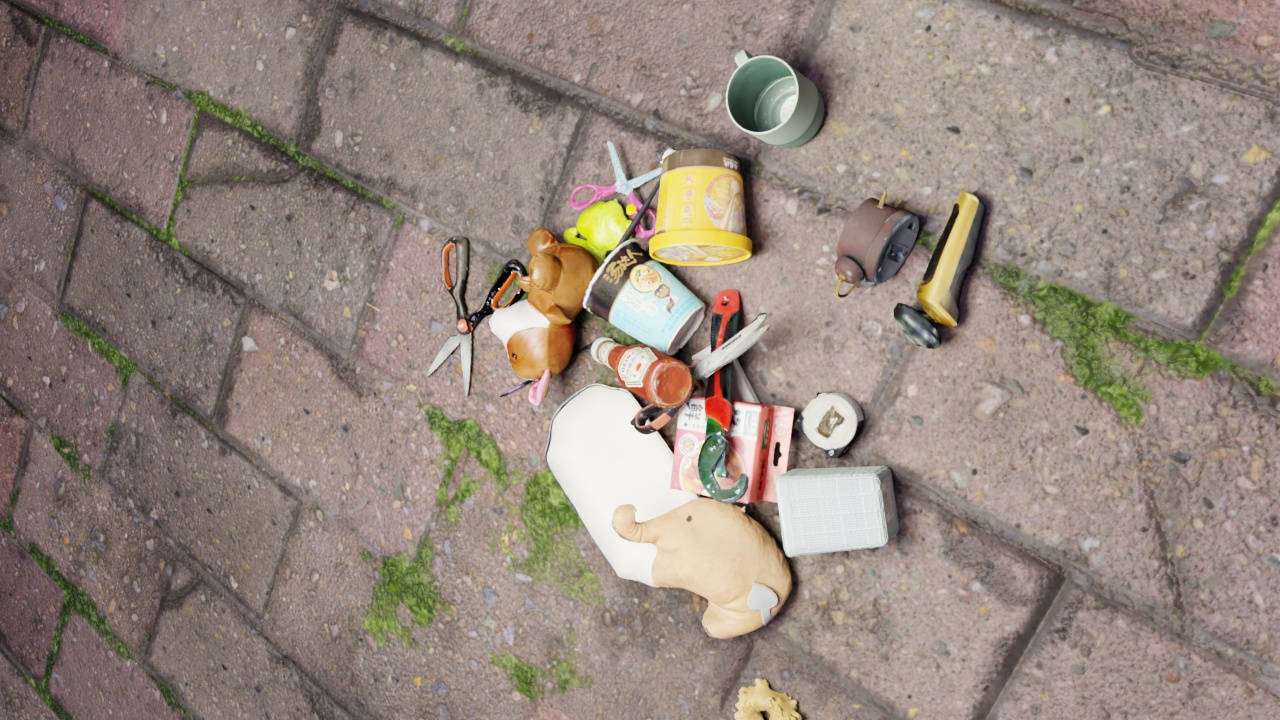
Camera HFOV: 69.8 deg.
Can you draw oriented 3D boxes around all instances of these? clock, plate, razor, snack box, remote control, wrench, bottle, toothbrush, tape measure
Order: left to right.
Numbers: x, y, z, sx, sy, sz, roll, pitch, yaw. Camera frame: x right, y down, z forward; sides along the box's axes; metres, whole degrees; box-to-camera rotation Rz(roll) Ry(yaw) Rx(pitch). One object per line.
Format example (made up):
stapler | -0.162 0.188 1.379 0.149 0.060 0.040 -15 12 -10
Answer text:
toothbrush | -0.119 0.014 1.231 0.189 0.014 0.017 -27 91 27
plate | -0.015 0.155 1.166 0.162 0.034 0.265 -42 73 22
bottle | -0.006 0.006 1.093 0.206 0.059 0.060 26 107 62
toothbrush | -0.002 -0.182 1.124 0.018 0.015 0.181 28 85 17
wrench | 0.094 0.034 1.041 0.056 0.016 0.272 -10 57 21
snack box | 0.104 0.102 1.059 0.127 0.044 0.113 6 89 29
remote control | 0.109 0.039 1.100 0.049 0.024 0.125 -33 76 26
tape measure | 0.216 0.069 1.036 0.066 0.033 0.066 38 109 21
clock | 0.248 -0.119 0.985 0.055 0.082 0.122 35 107 28
razor | 0.318 -0.095 0.965 0.067 0.062 0.167 19 97 -3

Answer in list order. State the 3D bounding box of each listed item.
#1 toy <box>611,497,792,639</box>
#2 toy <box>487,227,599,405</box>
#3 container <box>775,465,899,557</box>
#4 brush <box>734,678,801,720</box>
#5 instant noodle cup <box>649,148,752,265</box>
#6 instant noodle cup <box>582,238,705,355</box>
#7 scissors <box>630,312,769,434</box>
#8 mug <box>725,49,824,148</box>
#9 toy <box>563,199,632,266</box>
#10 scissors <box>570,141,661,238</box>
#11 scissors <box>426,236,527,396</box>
toy | 0.074 0.220 1.061 0.226 0.082 0.143 43 93 -7
toy | -0.126 -0.056 1.162 0.130 0.140 0.200 7 119 -9
container | 0.219 0.162 1.010 0.112 0.089 0.090 -9 88 25
brush | 0.141 0.506 1.082 0.083 0.045 0.254 5 89 25
instant noodle cup | 0.070 -0.176 1.066 0.119 0.118 0.114 -3 83 29
instant noodle cup | 0.011 -0.070 1.110 0.120 0.111 0.111 37 108 15
scissors | 0.065 0.006 1.061 0.205 0.015 0.199 -58 26 -1
mug | 0.146 -0.294 1.019 0.082 0.106 0.111 -37 75 26
toy | -0.056 -0.162 1.178 0.097 0.031 0.100 25 107 22
scissors | -0.024 -0.211 1.144 0.134 0.017 0.133 -19 84 5
scissors | -0.238 -0.069 1.288 0.228 0.021 0.221 -21 82 27
